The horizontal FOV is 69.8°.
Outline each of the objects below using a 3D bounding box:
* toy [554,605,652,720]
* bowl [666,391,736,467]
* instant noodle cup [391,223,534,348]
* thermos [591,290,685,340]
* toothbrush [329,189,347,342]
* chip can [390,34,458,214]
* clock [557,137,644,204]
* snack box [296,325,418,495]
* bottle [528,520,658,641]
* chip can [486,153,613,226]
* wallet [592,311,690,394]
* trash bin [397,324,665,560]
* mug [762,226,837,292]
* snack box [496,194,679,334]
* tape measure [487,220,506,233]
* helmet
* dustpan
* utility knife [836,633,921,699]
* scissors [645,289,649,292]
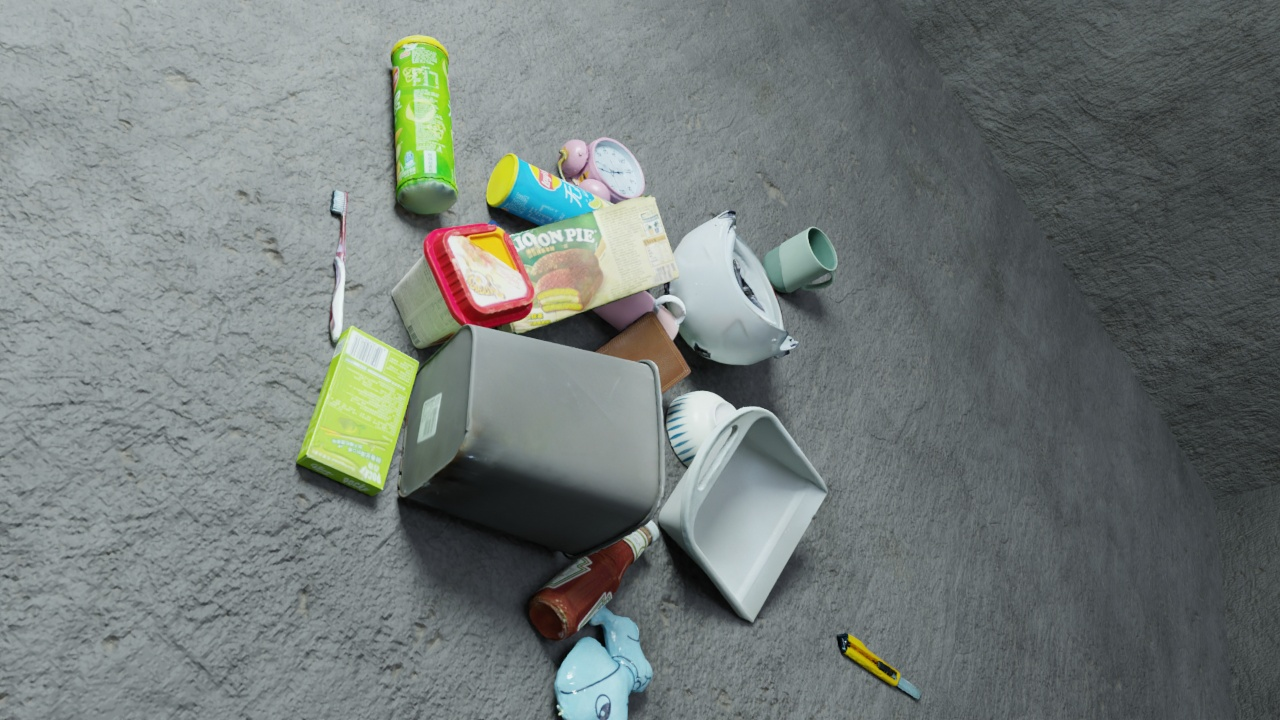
[{"bbox_3d":[-0.042,0.345,0.994,0.156,0.050,0.161,8,55,-45],"label":"toy"},{"bbox_3d":[0.098,0.093,1.278,0.116,0.066,0.116,25,52,-36],"label":"bowl"},{"bbox_3d":[-0.200,-0.076,1.006,0.116,0.124,0.116,-20,84,-51],"label":"instant noodle cup"},{"bbox_3d":[-0.030,-0.092,1.223,0.198,0.087,0.067,36,30,-21],"label":"thermos"},{"bbox_3d":[-0.323,-0.104,0.976,0.017,0.016,0.187,12,59,-34],"label":"toothbrush"},{"bbox_3d":[-0.261,-0.281,1.102,0.072,0.073,0.221,14,58,-42],"label":"chip can"},{"bbox_3d":[-0.061,-0.262,1.318,0.158,0.060,0.117,-16,80,-48],"label":"clock"},{"bbox_3d":[-0.281,0.049,0.923,0.085,0.026,0.156,32,48,-32],"label":"snack box"},{"bbox_3d":[-0.045,0.241,1.045,0.205,0.060,0.060,-31,92,-51],"label":"bottle"},{"bbox_3d":[-0.096,-0.200,1.220,0.210,0.071,0.071,20,55,-34],"label":"chip can"},{"bbox_3d":[-0.007,0.007,1.201,0.124,0.032,0.101,-36,102,-14],"label":"wallet"},{"bbox_3d":[-0.118,0.083,0.965,0.219,0.199,0.198,19,53,-31],"label":"trash bin"},{"bbox_3d":[0.282,-0.162,1.594,0.111,0.107,0.082,40,43,-24],"label":"mug"},{"bbox_3d":[-0.076,-0.117,1.131,0.239,0.063,0.114,-22,95,-26],"label":"snack box"},{"bbox_3d":[-0.182,-0.140,1.142,0.058,0.025,0.054,47,43,-12],"label":"tape measure"},{"bbox_3d":[0.118,-0.088,1.338,0.229,0.146,0.258,64,13,-3],"label":"helmet"},{"bbox_3d":[0.141,0.184,1.166,0.257,0.143,0.222,40,71,-15],"label":"dustpan"},{"bbox_3d":[0.368,0.466,1.394,0.218,0.015,0.033,38,47,-27],"label":"utility knife"},{"bbox_3d":[-0.011,-0.095,1.311,0.213,0.015,0.196,45,42,-21],"label":"scissors"}]
